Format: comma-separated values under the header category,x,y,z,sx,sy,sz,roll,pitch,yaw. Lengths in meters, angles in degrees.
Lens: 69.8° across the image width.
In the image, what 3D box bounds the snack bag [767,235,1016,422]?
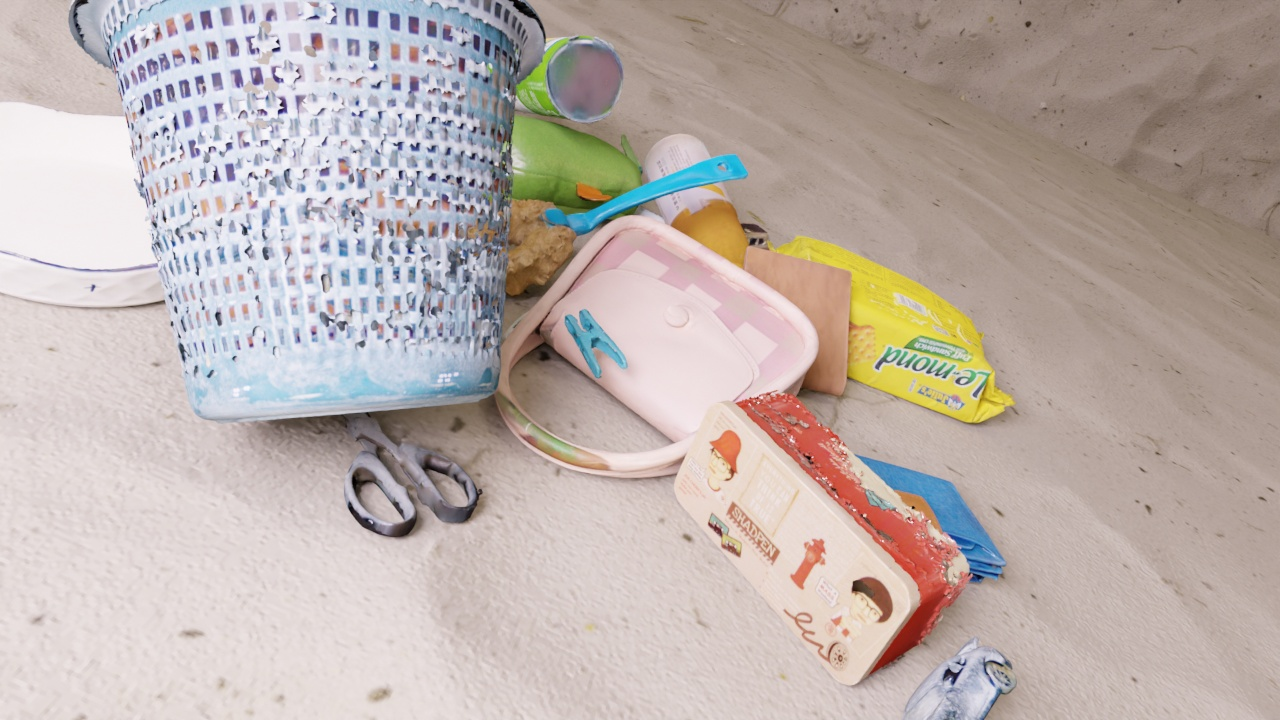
category,x,y,z,sx,sy,sz,roll,pitch,yaw
snack bag,0.232,-0.036,0.880,0.246,0.068,0.157,22,30,-5

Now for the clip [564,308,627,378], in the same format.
category,x,y,z,sx,sy,sz,roll,pitch,yaw
clip,-0.031,-0.012,0.605,0.041,0.014,0.056,-19,58,-25

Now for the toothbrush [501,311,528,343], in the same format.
category,x,y,z,sx,sy,sz,roll,pitch,yaw
toothbrush,-0.068,-0.051,0.741,0.018,0.016,0.191,20,28,13

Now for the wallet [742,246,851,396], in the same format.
category,x,y,z,sx,sy,sz,roll,pitch,yaw
wallet,0.130,-0.034,0.781,0.101,0.020,0.115,13,72,-11

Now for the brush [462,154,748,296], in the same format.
category,x,y,z,sx,sy,sz,roll,pitch,yaw
brush,-0.027,-0.123,0.751,0.254,0.046,0.083,-22,65,-13

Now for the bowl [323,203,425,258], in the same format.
category,x,y,z,sx,sy,sz,roll,pitch,yaw
bowl,-0.205,-0.066,0.606,0.113,0.062,0.113,21,44,-22

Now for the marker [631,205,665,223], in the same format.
category,x,y,z,sx,sy,sz,roll,pitch,yaw
marker,-0.002,-0.151,0.946,0.131,0.018,0.022,31,15,14

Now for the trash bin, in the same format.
category,x,y,z,sx,sy,sz,roll,pitch,yaw
trash bin,-0.156,-0.070,0.470,0.226,0.195,0.226,-4,-1,0

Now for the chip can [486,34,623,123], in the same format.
category,x,y,z,sx,sy,sz,roll,pitch,yaw
chip can,-0.090,-0.259,0.842,0.072,0.072,0.236,8,14,-27

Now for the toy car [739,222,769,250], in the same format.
category,x,y,z,sx,sy,sz,roll,pitch,yaw
toy car,0.097,-0.123,0.956,0.090,0.035,0.042,-12,44,-43

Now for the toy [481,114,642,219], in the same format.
category,x,y,z,sx,sy,sz,roll,pitch,yaw
toy,-0.094,-0.180,0.858,0.246,0.090,0.227,5,23,-36

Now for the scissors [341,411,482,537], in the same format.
category,x,y,z,sx,sy,sz,roll,pitch,yaw
scissors,-0.165,0.040,0.528,0.172,0.014,0.145,25,28,2

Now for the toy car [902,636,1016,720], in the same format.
category,x,y,z,sx,sy,sz,roll,pitch,yaw
toy car,0.157,0.189,0.478,0.037,0.054,0.120,39,34,20

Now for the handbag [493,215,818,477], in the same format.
category,x,y,z,sx,sy,sz,roll,pitch,yaw
handbag,-0.004,0.004,0.650,0.193,0.094,0.233,36,44,19

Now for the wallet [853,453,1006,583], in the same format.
category,x,y,z,sx,sy,sz,roll,pitch,yaw
wallet,0.178,0.105,0.647,0.133,0.040,0.106,15,26,-14

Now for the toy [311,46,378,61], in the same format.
category,x,y,z,sx,sy,sz,roll,pitch,yaw
toy,-0.235,-0.324,0.947,0.355,0.138,0.091,-1,68,-46

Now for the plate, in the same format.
category,x,y,z,sx,sy,sz,roll,pitch,yaw
plate,-0.354,-0.099,0.583,0.205,0.046,0.204,19,29,-11

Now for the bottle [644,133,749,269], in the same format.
category,x,y,z,sx,sy,sz,roll,pitch,yaw
bottle,0.060,-0.136,0.892,0.068,0.068,0.189,2,54,-33

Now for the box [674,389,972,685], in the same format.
category,x,y,z,sx,sy,sz,roll,pitch,yaw
box,0.109,0.097,0.553,0.079,0.091,0.168,-11,45,-40
